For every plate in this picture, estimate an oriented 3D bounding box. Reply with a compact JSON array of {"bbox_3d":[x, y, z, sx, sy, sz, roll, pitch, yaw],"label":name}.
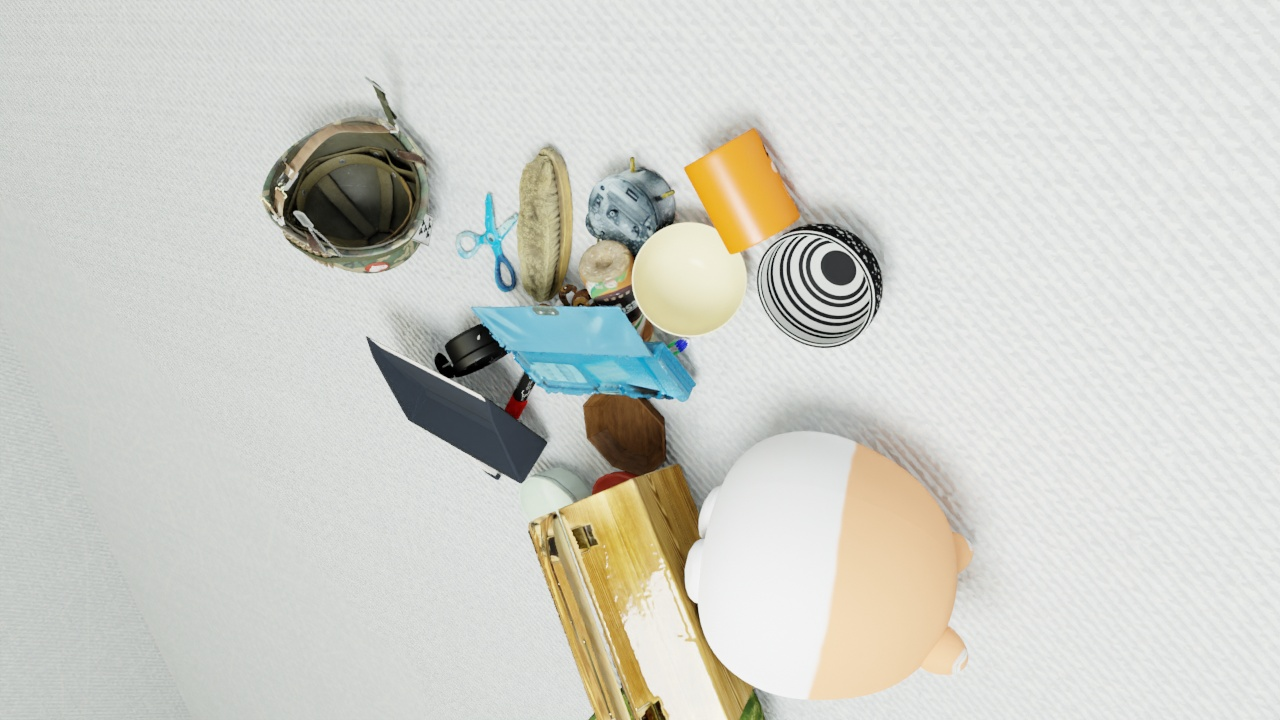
[{"bbox_3d":[-0.016,0.086,1.170,0.131,0.025,0.131,20,127,28],"label":"plate"}]

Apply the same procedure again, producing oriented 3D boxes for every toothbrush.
[{"bbox_3d":[-0.007,0.006,1.121,0.187,0.016,0.015,-25,103,44],"label":"toothbrush"}]

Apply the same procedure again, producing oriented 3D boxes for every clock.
[{"bbox_3d":[-0.014,-0.153,1.000,0.090,0.052,0.130,42,134,9],"label":"clock"},{"bbox_3d":[-0.225,-0.012,1.229,0.121,0.091,0.042,-32,85,41],"label":"clock"}]

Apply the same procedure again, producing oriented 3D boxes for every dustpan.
[{"bbox_3d":[-0.252,0.093,1.295,0.236,0.080,0.273,23,167,30],"label":"dustpan"}]

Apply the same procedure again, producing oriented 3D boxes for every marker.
[{"bbox_3d":[-0.153,0.031,1.248,0.023,0.021,0.145,37,134,4],"label":"marker"}]

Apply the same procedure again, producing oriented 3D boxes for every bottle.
[{"bbox_3d":[-0.018,-0.062,1.024,0.059,0.059,0.167,19,155,28],"label":"bottle"}]

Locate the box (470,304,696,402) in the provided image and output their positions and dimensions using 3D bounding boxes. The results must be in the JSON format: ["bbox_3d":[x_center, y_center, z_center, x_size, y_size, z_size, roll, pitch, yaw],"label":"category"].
[{"bbox_3d":[-0.070,-0.014,1.068,0.232,0.033,0.174,3,148,36],"label":"box"}]

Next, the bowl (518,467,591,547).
[{"bbox_3d":[-0.108,0.198,1.290,0.117,0.061,0.118,20,127,28],"label":"bowl"}]

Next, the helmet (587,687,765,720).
[{"bbox_3d":[0.057,0.520,1.242,0.213,0.247,0.243,49,-179,34],"label":"helmet"}]

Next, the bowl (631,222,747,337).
[{"bbox_3d":[0.049,-0.081,0.973,0.118,0.118,0.074,50,177,1],"label":"bowl"}]

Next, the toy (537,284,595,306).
[{"bbox_3d":[-0.078,-0.050,1.109,0.113,0.067,0.087,-27,123,33],"label":"toy"}]

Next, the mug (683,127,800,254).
[{"bbox_3d":[0.092,-0.163,0.903,0.096,0.077,0.113,60,162,-9],"label":"mug"}]

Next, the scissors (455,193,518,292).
[{"bbox_3d":[-0.183,-0.144,1.169,0.138,0.012,0.127,-31,95,43],"label":"scissors"}]

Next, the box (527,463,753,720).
[{"bbox_3d":[-0.024,0.290,1.039,0.221,0.258,0.279,-22,82,11],"label":"box"}]

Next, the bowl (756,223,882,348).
[{"bbox_3d":[0.180,-0.079,0.884,0.120,0.066,0.120,20,127,28],"label":"bowl"}]

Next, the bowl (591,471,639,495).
[{"bbox_3d":[-0.006,0.195,1.225,0.122,0.035,0.122,20,127,28],"label":"bowl"}]

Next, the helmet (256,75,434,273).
[{"bbox_3d":[-0.355,-0.209,1.127,0.224,0.192,0.236,34,161,34],"label":"helmet"}]

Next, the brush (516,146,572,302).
[{"bbox_3d":[-0.114,-0.155,1.083,0.059,0.043,0.196,24,128,24],"label":"brush"}]

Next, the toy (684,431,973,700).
[{"bbox_3d":[0.190,0.213,0.932,0.281,0.262,0.266,12,138,11],"label":"toy"}]
